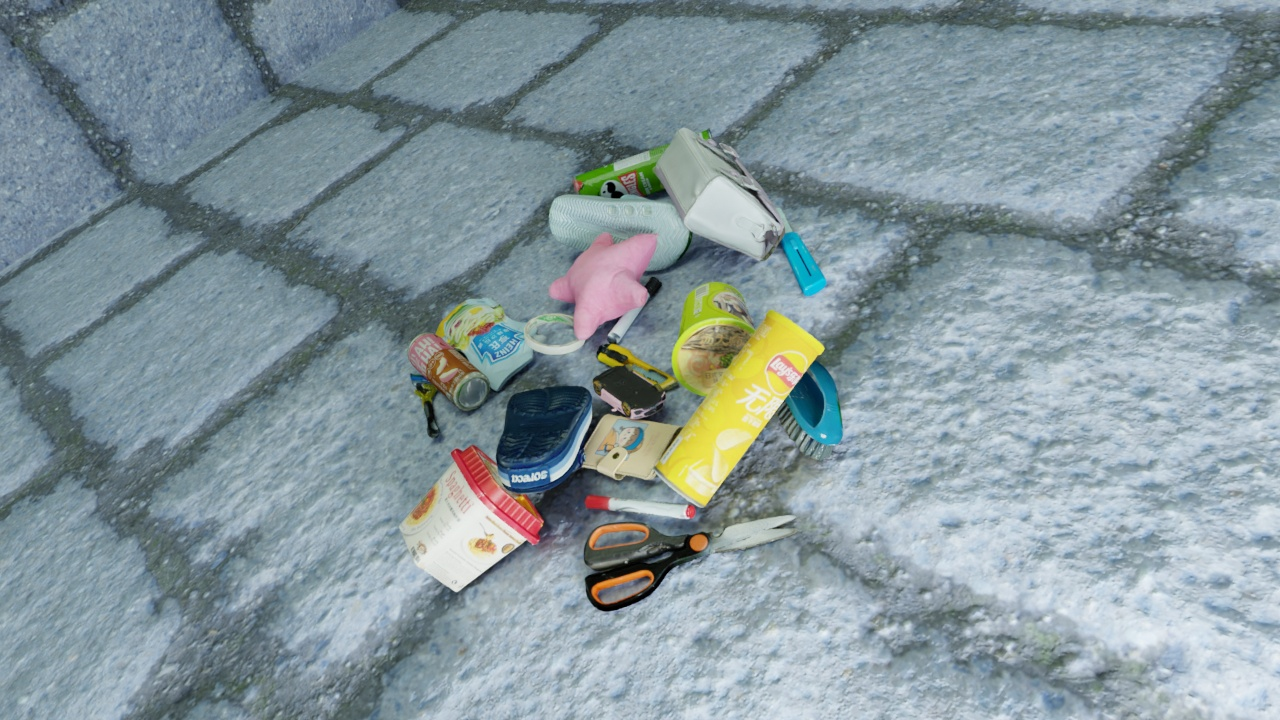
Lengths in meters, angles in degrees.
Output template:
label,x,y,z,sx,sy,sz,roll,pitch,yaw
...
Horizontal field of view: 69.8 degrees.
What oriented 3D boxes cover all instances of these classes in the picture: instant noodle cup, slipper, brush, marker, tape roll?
label,x,y,z,sx,sy,sz,roll,pitch,yaw
instant noodle cup,-0.192,0.180,1.025,0.124,0.116,0.116,-43,40,-2
slipper,-0.028,-0.199,1.372,0.246,0.104,0.074,14,24,29
brush,0.180,0.039,0.994,0.055,0.074,0.143,11,33,-23
marker,-0.002,0.158,0.992,0.145,0.017,0.017,-1,43,40
instant noodle cup,0.093,-0.033,1.114,0.112,0.112,0.123,-16,31,12
marker,-0.008,-0.070,1.275,0.023,0.018,0.130,14,52,27
tape roll,-0.119,-0.037,1.276,0.086,0.014,0.085,3,36,-2
slipper,-0.107,0.099,1.068,0.105,0.095,0.252,-5,16,1

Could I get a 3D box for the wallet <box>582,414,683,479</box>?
label,x,y,z,sx,sy,sz,roll,pitch,yaw
wallet,-0.015,0.103,1.076,0.115,0.024,0.087,8,47,39

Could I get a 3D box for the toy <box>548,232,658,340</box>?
label,x,y,z,sx,sy,sz,roll,pitch,yaw
toy,-0.040,-0.114,1.273,0.178,0.074,0.194,-43,37,3

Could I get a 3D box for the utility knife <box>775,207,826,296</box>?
label,x,y,z,sx,sy,sz,roll,pitch,yaw
utility knife,0.209,-0.157,1.256,0.034,0.018,0.224,-21,37,7

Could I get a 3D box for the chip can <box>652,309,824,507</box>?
label,x,y,z,sx,sy,sz,roll,pitch,yaw
chip can,0.102,0.051,0.969,0.213,0.072,0.072,-53,41,2

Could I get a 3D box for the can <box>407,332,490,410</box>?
label,x,y,z,sx,sy,sz,roll,pitch,yaw
can,-0.269,0.014,1.281,0.057,0.058,0.147,-40,45,-17

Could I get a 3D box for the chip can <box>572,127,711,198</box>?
label,x,y,z,sx,sy,sz,roll,pitch,yaw
chip can,0.011,-0.305,1.491,0.236,0.072,0.072,-18,39,9

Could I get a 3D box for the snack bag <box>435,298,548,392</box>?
label,x,y,z,sx,sy,sz,roll,pitch,yaw
snack bag,-0.218,-0.030,1.332,0.110,0.039,0.191,-36,42,-22

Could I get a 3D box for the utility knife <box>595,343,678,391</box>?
label,x,y,z,sx,sy,sz,roll,pitch,yaw
utility knife,-0.007,0.007,1.187,0.033,0.015,0.156,-44,42,-18

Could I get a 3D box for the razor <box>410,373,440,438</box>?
label,x,y,z,sx,sy,sz,roll,pitch,yaw
razor,-0.294,0.065,1.276,0.042,0.022,0.142,3,32,-22

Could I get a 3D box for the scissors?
label,x,y,z,sx,sy,sz,roll,pitch,yaw
scissors,0.049,0.205,0.933,0.235,0.022,0.152,4,54,23

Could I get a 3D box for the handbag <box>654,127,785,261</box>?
label,x,y,z,sx,sy,sz,roll,pitch,yaw
handbag,0.115,-0.238,1.299,0.099,0.145,0.196,-51,30,21

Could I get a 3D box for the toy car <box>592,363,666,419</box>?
label,x,y,z,sx,sy,sz,roll,pitch,yaw
toy car,-0.014,0.041,1.131,0.056,0.037,0.122,-31,33,-19
